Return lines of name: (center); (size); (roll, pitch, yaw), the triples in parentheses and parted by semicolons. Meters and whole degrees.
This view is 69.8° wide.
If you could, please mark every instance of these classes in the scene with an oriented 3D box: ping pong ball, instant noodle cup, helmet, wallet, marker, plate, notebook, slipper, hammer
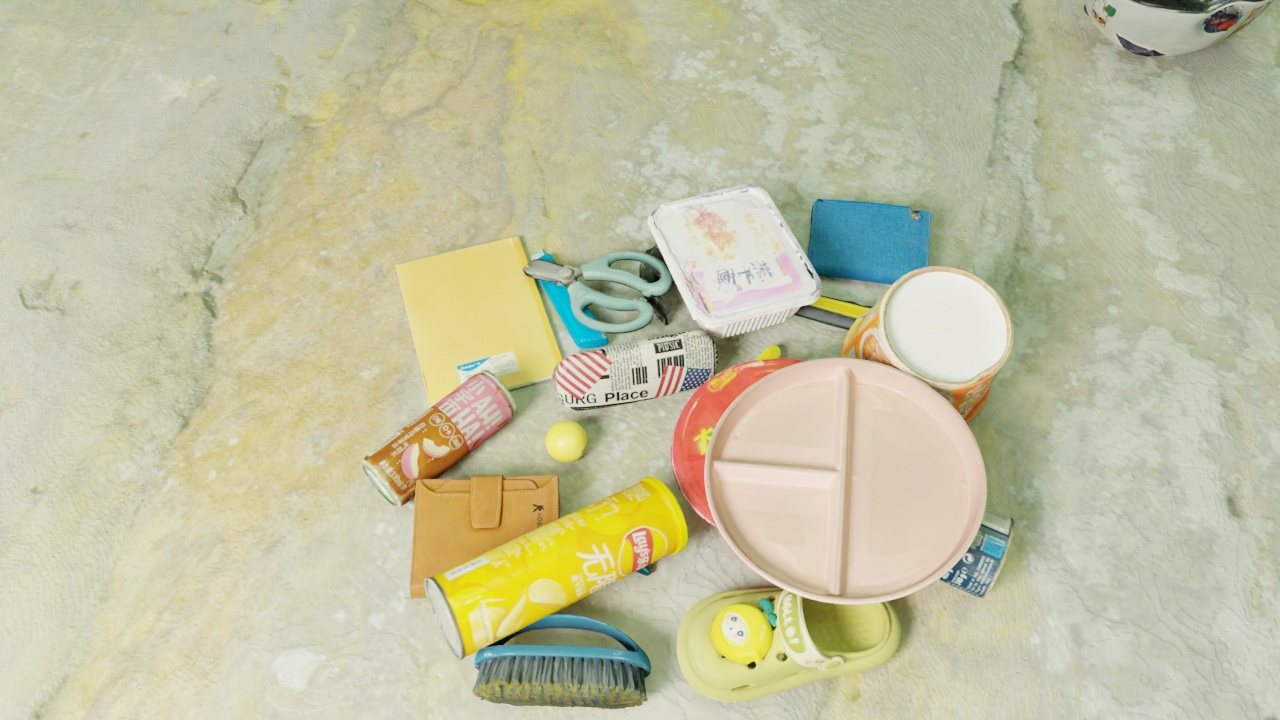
ping pong ball: (-0.071, 0.077, 0.878); (0.040, 0.040, 0.040); (0, 54, 0)
instant noodle cup: (0.126, 0.093, 0.840); (0.194, 0.066, 0.193); (-5, 53, 6)
helmet: (0.709, -0.495, 1.216); (0.274, 0.157, 0.230); (-27, 60, -6)
wallet: (0.255, -0.134, 1.030); (0.133, 0.040, 0.106); (8, 63, 7)
wallet: (-0.136, 0.156, 0.816); (0.132, 0.031, 0.107); (-1, 70, -1)
marker: (0.101, 0.029, 0.929); (0.018, 0.015, 0.123); (34, 64, 24)
plate: (0.169, 0.098, 0.772); (0.229, 0.028, 0.229); (-5, 54, 6)
instant noodle cup: (0.094, -0.097, 0.952); (0.138, 0.060, 0.173); (-15, 56, -11)
notebook: (-0.176, -0.046, 0.989); (0.145, 0.010, 0.206); (-16, 55, -11)
instant noodle cup: (0.276, -0.014, 0.874); (0.151, 0.111, 0.151); (-1, 70, 2)
slipper: (0.124, 0.216, 0.751); (0.190, 0.082, 0.091); (-7, 51, -7)
hammer: (0.153, -0.063, 0.984); (0.323, 0.032, 0.125); (15, 56, 11)

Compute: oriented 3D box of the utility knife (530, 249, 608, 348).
utility knife: (-0.083, -0.070, 1.001); (0.034, 0.018, 0.159); (-23, 55, -15)

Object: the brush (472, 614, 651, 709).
brush: (-0.063, 0.244, 0.747); (0.144, 0.055, 0.073); (1, 51, 2)

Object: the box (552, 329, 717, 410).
box: (-0.005, 0.006, 0.902); (0.163, 0.088, 0.076); (-9, 69, -9)

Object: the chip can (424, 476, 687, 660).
chip can: (-0.066, 0.167, 0.759); (0.213, 0.072, 0.072); (-21, 55, -26)

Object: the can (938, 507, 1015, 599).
can: (0.259, 0.151, 0.798); (0.111, 0.075, 0.075); (22, 57, 16)

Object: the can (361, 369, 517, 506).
can: (-0.189, 0.073, 0.872); (0.058, 0.058, 0.147); (38, 63, 25)

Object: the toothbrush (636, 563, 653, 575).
toothbrush: (-0.073, 0.149, 0.841); (0.192, 0.016, 0.018); (24, 47, 17)

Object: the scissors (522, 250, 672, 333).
scissors: (-0.060, -0.067, 0.974); (0.185, 0.019, 0.129); (-1, 54, 13)
